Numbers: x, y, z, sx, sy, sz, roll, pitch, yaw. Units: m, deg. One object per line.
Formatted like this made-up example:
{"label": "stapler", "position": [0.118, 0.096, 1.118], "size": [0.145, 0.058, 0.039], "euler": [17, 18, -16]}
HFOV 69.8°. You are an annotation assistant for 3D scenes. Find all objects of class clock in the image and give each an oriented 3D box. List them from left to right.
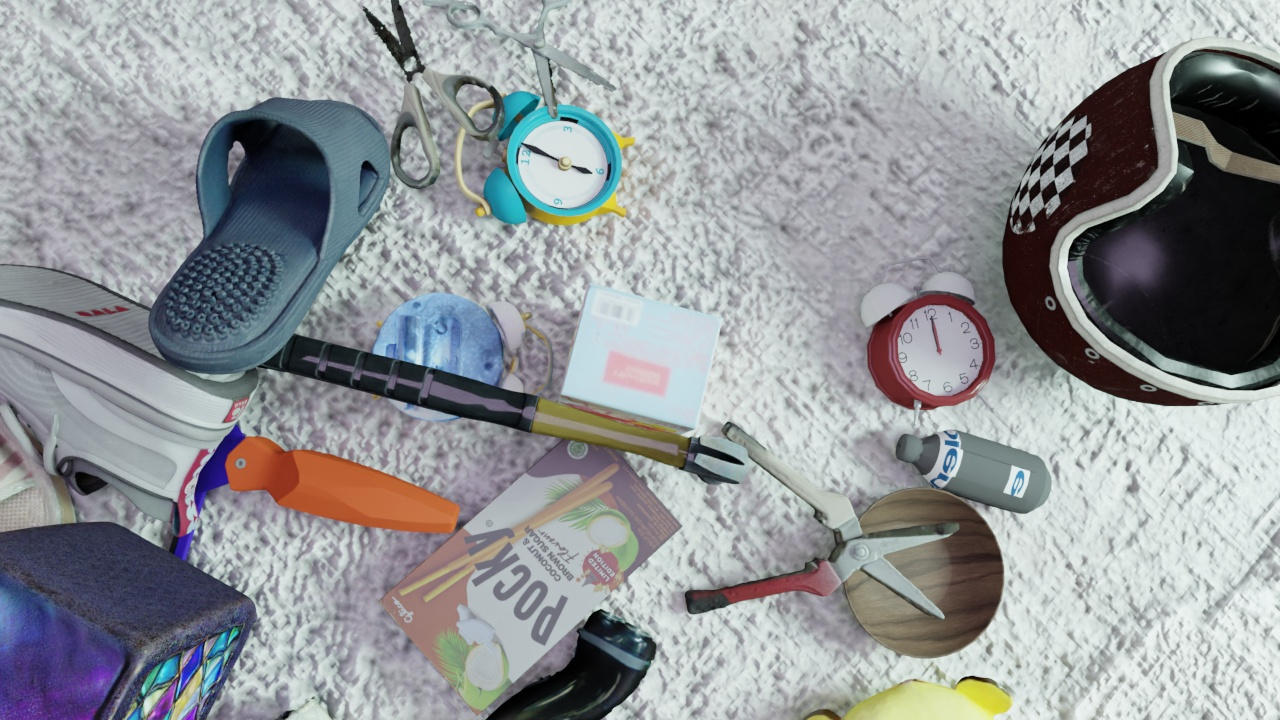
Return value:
{"label": "clock", "position": [-0.124, 0.001, 0.643], "size": [0.125, 0.052, 0.088], "euler": [2, 81, -6]}
{"label": "clock", "position": [-0.071, -0.146, 0.674], "size": [0.129, 0.044, 0.099], "euler": [8, 82, -12]}
{"label": "clock", "position": [0.213, -0.016, 0.684], "size": [0.087, 0.044, 0.124], "euler": [-11, 85, -7]}

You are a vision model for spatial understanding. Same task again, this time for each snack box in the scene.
{"label": "snack box", "position": [-0.074, 0.140, 0.639], "size": [0.186, 0.032, 0.101], "euler": [-41, 88, -9]}
{"label": "snack box", "position": [-0.004, 0.004, 0.633], "size": [0.093, 0.095, 0.079], "euler": [15, 81, -4]}

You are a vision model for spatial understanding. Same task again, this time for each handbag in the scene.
{"label": "handbag", "position": [-0.343, 0.213, 0.511], "size": [0.125, 0.205, 0.222], "euler": [30, 82, -1]}
{"label": "handbag", "position": [-0.208, 0.332, 0.582], "size": [0.138, 0.073, 0.195], "euler": [-37, 87, -18]}

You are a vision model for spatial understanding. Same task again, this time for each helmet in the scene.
{"label": "helmet", "position": [0.375, -0.083, 0.602], "size": [0.233, 0.254, 0.233], "euler": [14, 57, -9]}

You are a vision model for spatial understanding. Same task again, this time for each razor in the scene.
{"label": "razor", "position": [-0.054, 0.221, 0.622], "size": [0.140, 0.053, 0.063], "euler": [-29, 75, -8]}

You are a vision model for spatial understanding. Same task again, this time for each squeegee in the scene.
{"label": "squeegee", "position": [-0.214, 0.083, 0.619], "size": [0.185, 0.055, 0.249], "euler": [15, 85, 0]}

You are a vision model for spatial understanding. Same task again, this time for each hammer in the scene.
{"label": "hammer", "position": [-0.092, 0.028, 0.573], "size": [0.333, 0.118, 0.025], "euler": [15, 81, -4]}

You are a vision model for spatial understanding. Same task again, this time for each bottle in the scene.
{"label": "bottle", "position": [0.243, 0.078, 0.673], "size": [0.112, 0.047, 0.047], "euler": [18, 81, -3]}

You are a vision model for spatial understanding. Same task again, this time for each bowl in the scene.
{"label": "bowl", "position": [0.199, 0.152, 0.666], "size": [0.119, 0.032, 0.119], "euler": [1, 82, -6]}

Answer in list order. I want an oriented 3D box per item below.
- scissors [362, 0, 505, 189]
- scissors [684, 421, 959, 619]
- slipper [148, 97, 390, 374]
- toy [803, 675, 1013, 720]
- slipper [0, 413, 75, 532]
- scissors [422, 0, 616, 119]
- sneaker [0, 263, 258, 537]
{"label": "scissors", "position": [-0.154, -0.204, 0.665], "size": [0.154, 0.012, 0.163], "euler": [5, 84, 22]}
{"label": "scissors", "position": [0.114, 0.117, 0.649], "size": [0.200, 0.015, 0.179], "euler": [-23, 74, 9]}
{"label": "slipper", "position": [-0.226, -0.108, 0.573], "size": [0.101, 0.083, 0.262], "euler": [8, 47, -2]}
{"label": "toy", "position": [0.181, 0.322, 0.616], "size": [0.149, 0.084, 0.214], "euler": [-1, 81, -13]}
{"label": "slipper", "position": [-0.489, 0.053, 0.599], "size": [0.263, 0.052, 0.115], "euler": [45, 79, 2]}
{"label": "scissors", "position": [-0.091, -0.236, 0.680], "size": [0.165, 0.014, 0.141], "euler": [8, 61, 4]}
{"label": "sneaker", "position": [-0.383, 0.018, 0.603], "size": [0.263, 0.096, 0.129], "euler": [22, 104, 7]}
